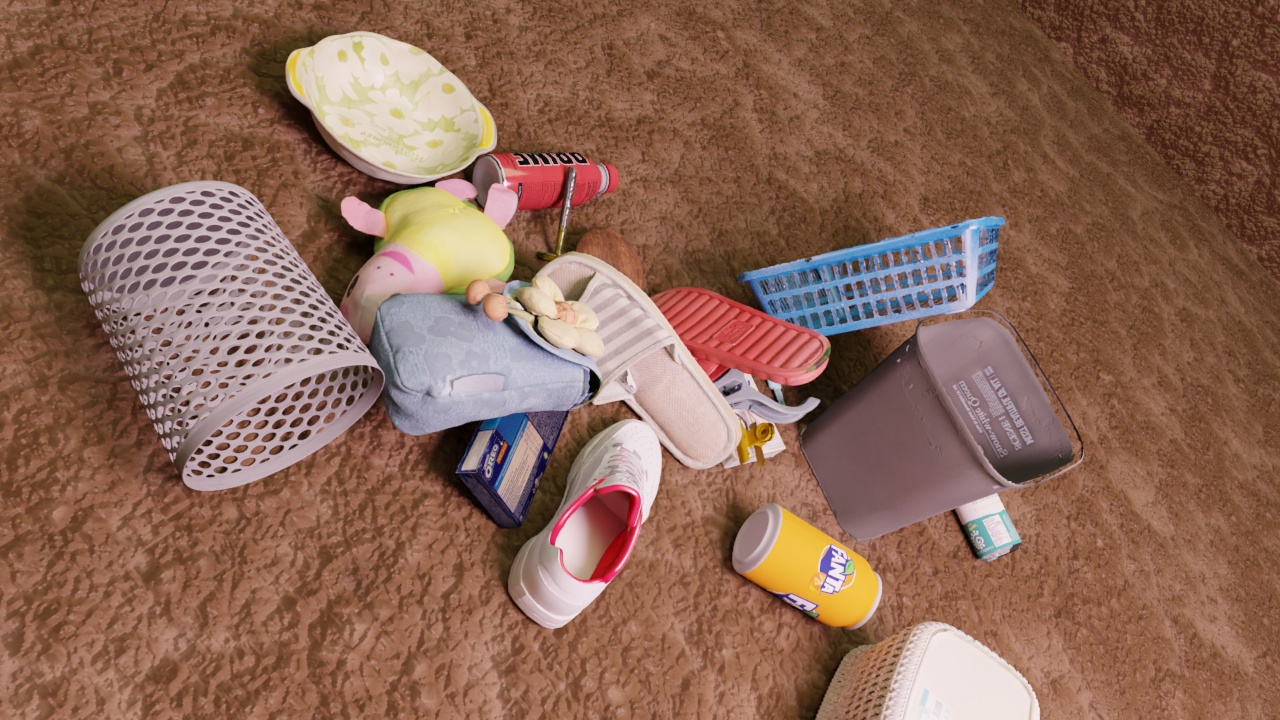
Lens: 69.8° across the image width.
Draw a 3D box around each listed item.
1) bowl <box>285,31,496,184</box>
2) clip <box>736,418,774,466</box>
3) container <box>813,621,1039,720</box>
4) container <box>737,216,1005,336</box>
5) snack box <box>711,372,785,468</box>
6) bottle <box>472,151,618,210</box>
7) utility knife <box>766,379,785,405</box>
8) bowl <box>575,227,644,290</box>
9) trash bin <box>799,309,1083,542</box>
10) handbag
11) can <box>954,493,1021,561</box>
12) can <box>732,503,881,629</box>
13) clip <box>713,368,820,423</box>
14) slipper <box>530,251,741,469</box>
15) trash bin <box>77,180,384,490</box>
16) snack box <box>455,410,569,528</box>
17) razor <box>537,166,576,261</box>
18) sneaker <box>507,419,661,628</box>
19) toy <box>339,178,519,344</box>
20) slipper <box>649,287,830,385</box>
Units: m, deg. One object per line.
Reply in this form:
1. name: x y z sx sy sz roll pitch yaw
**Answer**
1. bowl: -0.261 -0.249 0.953 0.219 0.060 0.188 9 56 -31
2. clip: 0.124 0.084 0.981 0.046 0.048 0.054 -14 60 8
3. container: 0.261 0.365 0.848 0.185 0.144 0.250 34 44 7
4. container: 0.292 -0.096 1.078 0.361 0.258 0.089 -18 96 -64
5. snack box: 0.099 0.044 1.036 0.081 0.026 0.150 -8 67 -39
6. bottle: -0.100 -0.204 1.037 0.176 0.062 0.062 -12 68 -41
7. utility knife: 0.155 0.008 1.113 0.022 0.015 0.147 2 63 -37
8. bowl: -0.026 -0.102 1.025 0.102 0.026 0.114 54 40 -20
9. trash bin: 0.322 0.086 1.032 0.197 0.221 0.197 -9 66 -40
10. handbag: -0.124 -0.015 0.769 0.191 0.119 0.121 -4 55 -30
11. can: 0.431 0.197 1.153 0.054 0.055 0.101 -4 63 -38
12. can: 0.168 0.211 0.932 0.142 0.079 0.078 33 46 -14
13. clip: 0.146 0.041 1.031 0.164 0.031 0.172 41 47 -1
14. slipper: -0.006 0.005 0.933 0.272 0.115 0.054 45 24 -5
15. trash bin: -0.310 -0.022 0.691 0.156 0.157 0.183 -25 74 -44
16. snack box: -0.112 0.068 0.835 0.082 0.027 0.149 60 34 -35
17. razor: -0.083 -0.160 1.008 0.042 0.026 0.106 8 95 -30
18. sneaker: -0.025 0.127 0.831 0.090 0.105 0.235 42 44 -4
19. toy: -0.196 -0.103 0.877 0.190 0.088 0.237 28 48 -2
20. slipper: 0.089 -0.015 0.975 0.249 0.059 0.103 23 48 41
